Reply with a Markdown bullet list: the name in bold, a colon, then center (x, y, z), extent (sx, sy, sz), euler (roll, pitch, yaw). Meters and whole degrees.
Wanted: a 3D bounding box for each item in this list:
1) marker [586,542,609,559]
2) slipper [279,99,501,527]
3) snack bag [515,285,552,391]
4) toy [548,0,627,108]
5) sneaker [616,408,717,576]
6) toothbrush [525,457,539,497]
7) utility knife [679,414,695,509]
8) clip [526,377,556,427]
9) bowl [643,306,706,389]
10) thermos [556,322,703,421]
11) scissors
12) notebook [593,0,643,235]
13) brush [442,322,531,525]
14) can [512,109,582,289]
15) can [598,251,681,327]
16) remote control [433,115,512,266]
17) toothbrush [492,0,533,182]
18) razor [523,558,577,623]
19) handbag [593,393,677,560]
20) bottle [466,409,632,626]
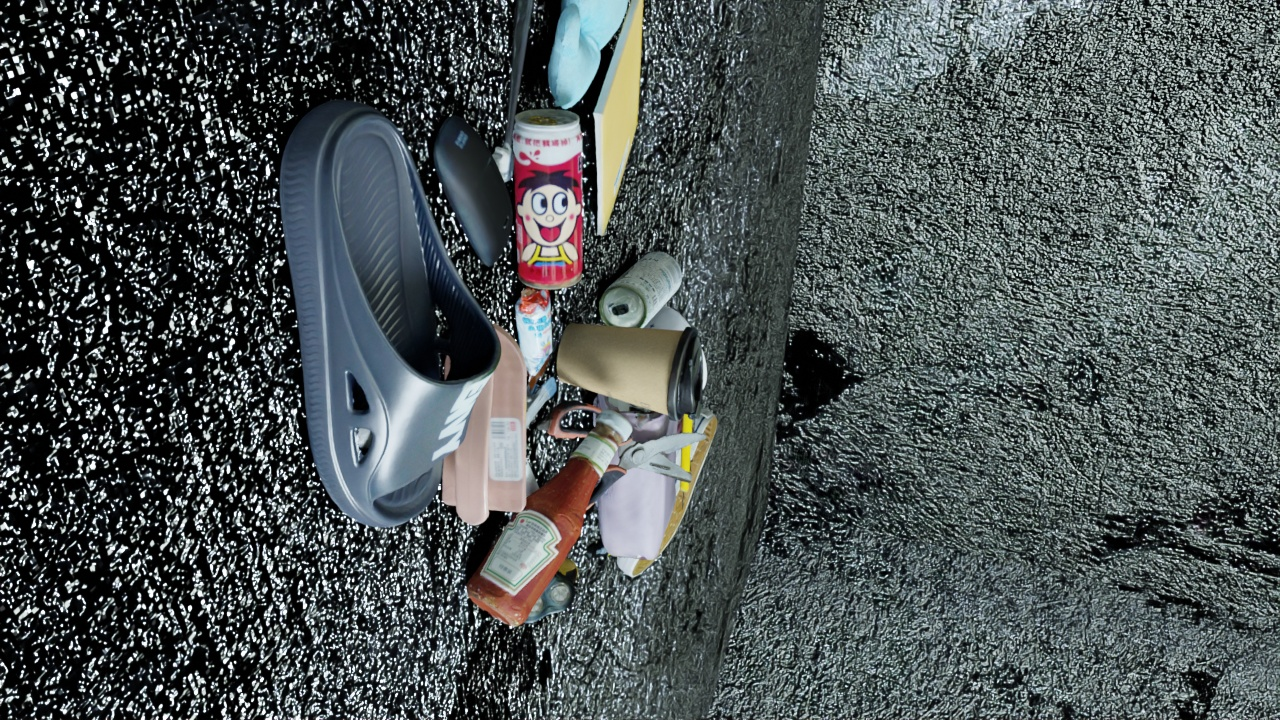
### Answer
- **marker**: center (-0.046, 0.241, 1.174), extent (0.124, 0.015, 0.018), euler (26, 70, -74)
- **slipper**: center (-0.133, -0.009, 0.522), extent (0.110, 0.083, 0.269), euler (-56, 151, -54)
- **snack bag**: center (-0.090, -0.026, 0.786), extent (0.045, 0.026, 0.105), euler (-68, 164, -49)
- **toy**: center (-0.041, -0.280, 0.740), extent (0.161, 0.050, 0.156), euler (-67, 175, -77)
- **sneaker**: center (0.017, 0.165, 1.221), extent (0.241, 0.088, 0.118), euler (-65, 157, -8)
- **toothbrush**: center (-0.106, 0.112, 0.822), extent (0.026, 0.027, 0.221), euler (-48, 153, -23)
- **utility knife**: center (0.057, 0.099, 1.108), extent (0.033, 0.015, 0.177), euler (-77, 169, -78)
- **clip**: center (-0.097, 0.038, 0.819), extent (0.027, 0.044, 0.058), euler (87, 28, -51)
- **bowl**: center (0.022, -0.001, 1.137), extent (0.064, 0.118, 0.118), euler (-25, 135, -24)
- **thermos**: center (-0.005, 0.005, 0.900), extent (0.093, 0.143, 0.093), euler (11, 89, -77)
- **scissors**: center (-0.024, 0.099, 0.939), extent (0.224, 0.015, 0.189), euler (-37, 126, -21)
- **notebook**: center (-0.020, -0.229, 0.870), extent (0.206, 0.010, 0.145), euler (94, 10, -70)
- **brush**: center (-0.113, 0.043, 0.668), extent (0.073, 0.063, 0.146), euler (-71, 166, -70)
- **can**: center (-0.073, -0.127, 0.727), extent (0.053, 0.053, 0.133), euler (-57, 153, -57)
- **can**: center (0.002, -0.079, 1.044), extent (0.146, 0.058, 0.058), euler (-50, 147, -63)
- **remote control**: center (-0.111, -0.115, 0.645), extent (0.136, 0.024, 0.053), euler (73, 30, -61)
- **toothbrush**: center (-0.091, -0.222, 0.668), extent (0.018, 0.016, 0.181), euler (-8, 108, -66)
- **razor**: center (-0.087, 0.219, 0.909), extent (0.167, 0.067, 0.062), euler (49, 53, -80)
- **handbag**: center (-0.005, 0.109, 1.061), extent (0.144, 0.098, 0.197), euler (-79, 171, -63)
- **bottle**: center (-0.073, 0.132, 0.805), extent (0.205, 0.060, 0.060), euler (-56, 157, -24)
